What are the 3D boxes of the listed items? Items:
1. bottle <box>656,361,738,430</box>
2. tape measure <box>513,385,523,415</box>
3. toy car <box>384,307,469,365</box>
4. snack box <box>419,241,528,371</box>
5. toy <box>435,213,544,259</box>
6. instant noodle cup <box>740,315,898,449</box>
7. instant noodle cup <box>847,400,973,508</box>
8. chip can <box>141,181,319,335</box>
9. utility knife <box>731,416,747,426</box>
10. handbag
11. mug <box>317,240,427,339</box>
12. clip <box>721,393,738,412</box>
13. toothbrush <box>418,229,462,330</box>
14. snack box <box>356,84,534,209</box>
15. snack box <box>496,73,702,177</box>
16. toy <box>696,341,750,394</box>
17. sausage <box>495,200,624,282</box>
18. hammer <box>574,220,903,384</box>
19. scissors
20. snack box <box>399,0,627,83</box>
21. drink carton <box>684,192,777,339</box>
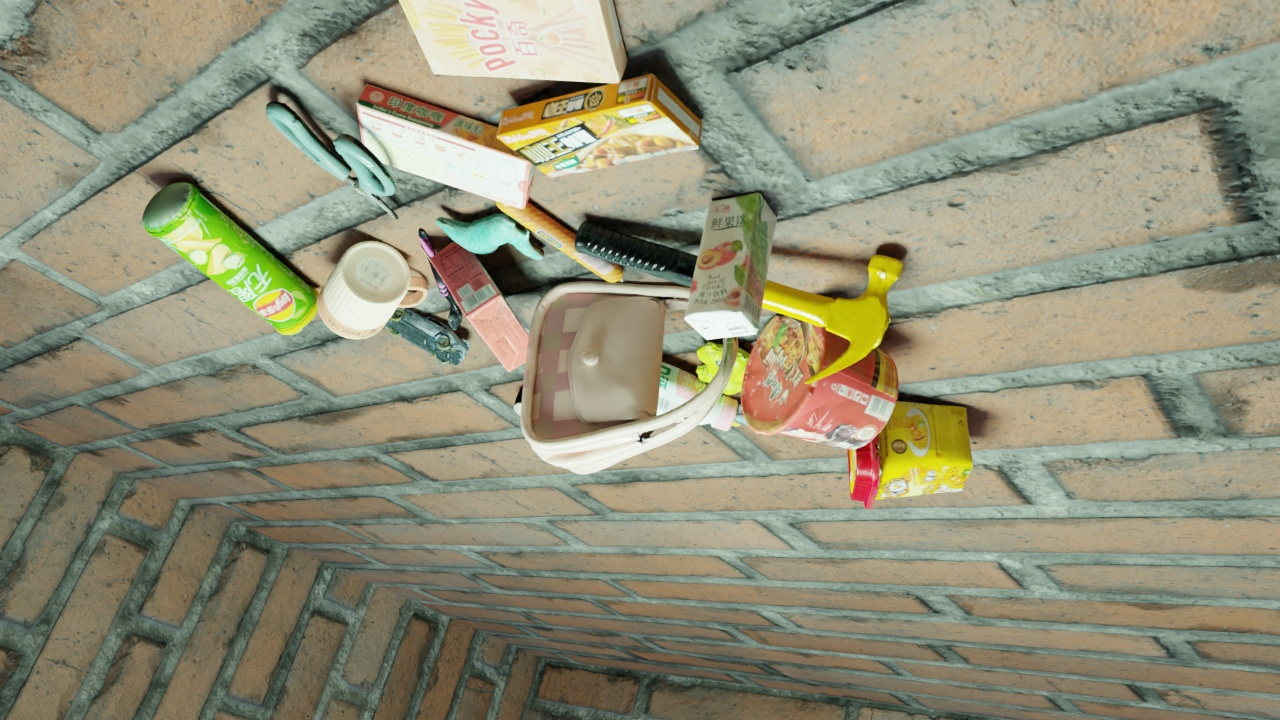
[{"bbox_3d":[0.018,0.033,1.089,0.197,0.068,0.068,19,153,-5],"label":"bottle"},{"bbox_3d":[-0.142,0.062,1.277,0.065,0.033,0.066,36,147,-31],"label":"tape measure"},{"bbox_3d":[-0.274,-0.036,1.163,0.120,0.036,0.054,28,154,-1],"label":"toy car"},{"bbox_3d":[-0.173,-0.067,0.993,0.127,0.044,0.113,52,175,34],"label":"snack box"},{"bbox_3d":[-0.146,-0.125,0.927,0.092,0.030,0.096,-7,151,42],"label":"toy"},{"bbox_3d":[0.183,0.025,0.923,0.108,0.137,0.138,20,154,-22],"label":"instant noodle cup"},{"bbox_3d":[0.299,0.100,1.029,0.124,0.115,0.116,-1,150,8],"label":"instant noodle cup"},{"bbox_3d":[-0.475,-0.117,1.078,0.073,0.072,0.221,1,149,29],"label":"chip can"},{"bbox_3d":[0.086,0.069,1.154,0.217,0.015,0.033,5,153,40],"label":"utility knife"},{"bbox_3d":[-0.006,0.005,0.939,0.235,0.193,0.093,-11,150,28],"label":"handbag"},{"bbox_3d":[-0.302,-0.080,1.056,0.114,0.081,0.106,0,162,-31],"label":"mug"},{"bbox_3d":[0.100,0.051,1.142,0.047,0.014,0.057,-4,146,38],"label":"clip"},{"bbox_3d":[-0.231,-0.089,1.056,0.014,0.017,0.189,13,152,10],"label":"toothbrush"},{"bbox_3d":[-0.172,-0.188,0.820,0.156,0.027,0.077,18,154,-3],"label":"snack box"},{"bbox_3d":[-0.034,-0.184,0.733,0.154,0.026,0.075,-2,162,35],"label":"snack box"},{"bbox_3d":[0.101,0.009,1.042,0.096,0.031,0.100,26,156,-18],"label":"toy"},{"bbox_3d":[-0.078,-0.121,0.903,0.165,0.021,0.022,33,149,-29],"label":"sausage"},{"bbox_3d":[0.079,-0.072,0.845,0.301,0.129,0.032,19,-174,15],"label":"hammer"},{"bbox_3d":[-0.291,-0.190,0.875,0.171,0.019,0.177,31,168,-1],"label":"scissors"},{"bbox_3d":[-0.093,-0.245,0.669,0.157,0.026,0.084,8,152,16],"label":"snack box"},{"bbox_3d":[0.079,-0.080,0.783,0.054,0.122,0.045,-6,148,34],"label":"drink carton"}]
